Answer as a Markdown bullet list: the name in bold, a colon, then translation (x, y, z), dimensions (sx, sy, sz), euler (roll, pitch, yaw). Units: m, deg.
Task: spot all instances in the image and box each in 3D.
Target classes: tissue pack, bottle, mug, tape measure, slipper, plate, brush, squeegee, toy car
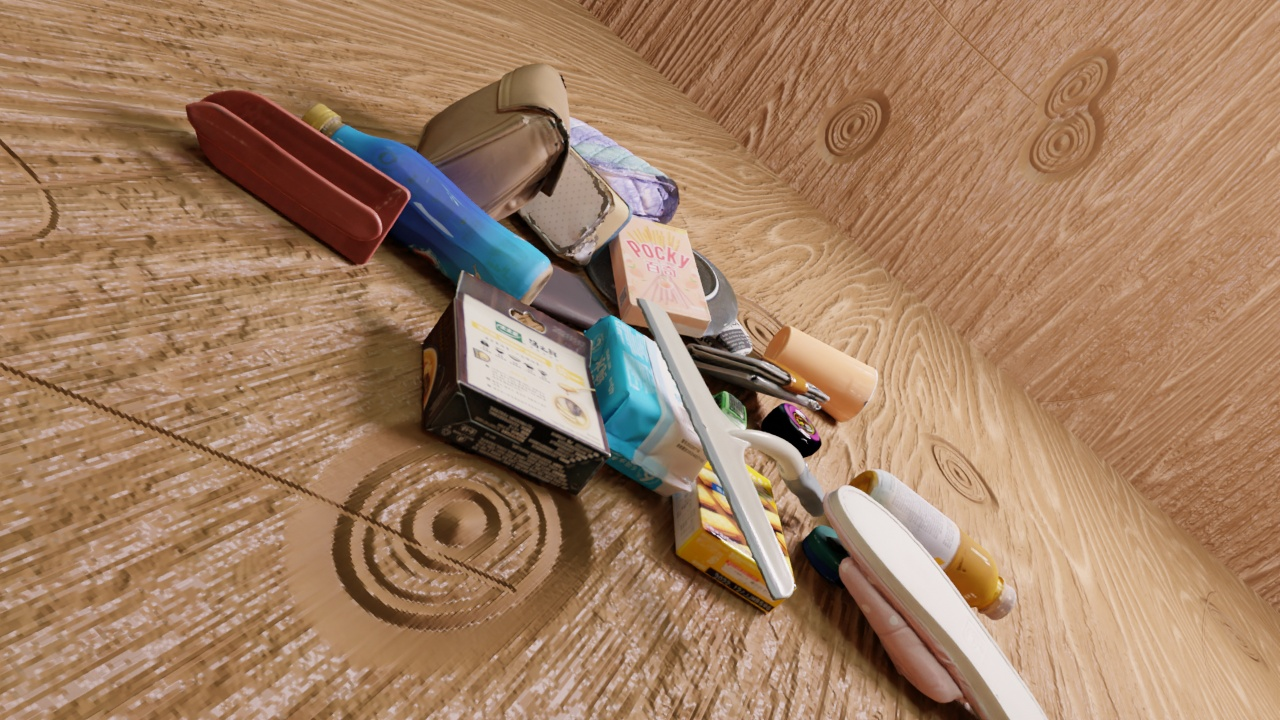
- **tissue pack**: translation (-0.005, 0.033, 0.685), dimensions (0.090, 0.063, 0.140), euler (34, 22, -27)
- **bottle**: translation (0.274, 0.179, 0.869), dimensions (0.189, 0.068, 0.068), euler (37, 20, -8)
- **mug**: translation (0.213, 0.012, 1.108), dimensions (0.122, 0.078, 0.078), euler (31, 22, -11)
- **tape measure**: translation (0.147, 0.073, 0.910), dimensions (0.058, 0.039, 0.057), euler (51, 22, 15)
- **slipper**: translation (0.228, 0.218, 0.724), dimensions (0.274, 0.055, 0.114), euler (51, 24, 5)
- **plate**: translation (0.027, -0.092, 0.979), dimensions (0.179, 0.024, 0.179), euler (17, 39, -14)
- **bottle**: translation (-0.168, -0.117, 0.707), dimensions (0.218, 0.065, 0.065), euler (40, 20, -2)
- **tape measure**: translation (0.163, 0.163, 0.768), dimensions (0.054, 0.025, 0.058), euler (18, 29, -48)
- **brush**: translation (-0.234, -0.130, 0.621), dimensions (0.146, 0.063, 0.069), euler (34, 8, -12)
- **squeegee**: translation (0.109, 0.084, 0.711), dimensions (0.246, 0.039, 0.246), euler (38, 24, -54)
- **toy car**: translation (0.073, 0.060, 0.813), dimensions (0.043, 0.036, 0.091), euler (38, 24, -10)

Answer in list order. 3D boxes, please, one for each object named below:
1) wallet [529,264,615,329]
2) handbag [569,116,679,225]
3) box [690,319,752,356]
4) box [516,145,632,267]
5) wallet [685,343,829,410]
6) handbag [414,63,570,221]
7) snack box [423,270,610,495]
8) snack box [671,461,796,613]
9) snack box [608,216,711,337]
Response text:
- **wallet**: translation (-0.076, -0.064, 0.832), dimensions (0.122, 0.020, 0.096), euler (22, 27, -46)
- **handbag**: translation (-0.060, -0.220, 1.053), dimensions (0.134, 0.076, 0.194), euler (1, 32, -41)
- **box**: translation (0.062, -0.063, 1.018), dimensions (0.070, 0.058, 0.164), euler (-27, 66, -41)
- **box**: translation (-0.096, -0.183, 0.934), dimensions (0.184, 0.090, 0.059), euler (51, 11, 21)
- **wallet**: translation (0.121, 0.014, 0.936), dimensions (0.129, 0.037, 0.107), euler (21, -3, -44)
- **handbag**: translation (-0.127, -0.190, 0.825), dimensions (0.100, 0.148, 0.204), euler (58, 12, -30)
- **snack box**: translation (-0.082, 0.014, 0.605), dimensions (0.113, 0.053, 0.125), euler (29, 22, -27)
- **snack box**: translation (0.065, 0.115, 0.686), dimensions (0.087, 0.034, 0.140), euler (35, 19, -16)
- **snack box**: translation (0.015, -0.088, 0.925), dimensions (0.084, 0.026, 0.157), euler (11, 40, -19)
